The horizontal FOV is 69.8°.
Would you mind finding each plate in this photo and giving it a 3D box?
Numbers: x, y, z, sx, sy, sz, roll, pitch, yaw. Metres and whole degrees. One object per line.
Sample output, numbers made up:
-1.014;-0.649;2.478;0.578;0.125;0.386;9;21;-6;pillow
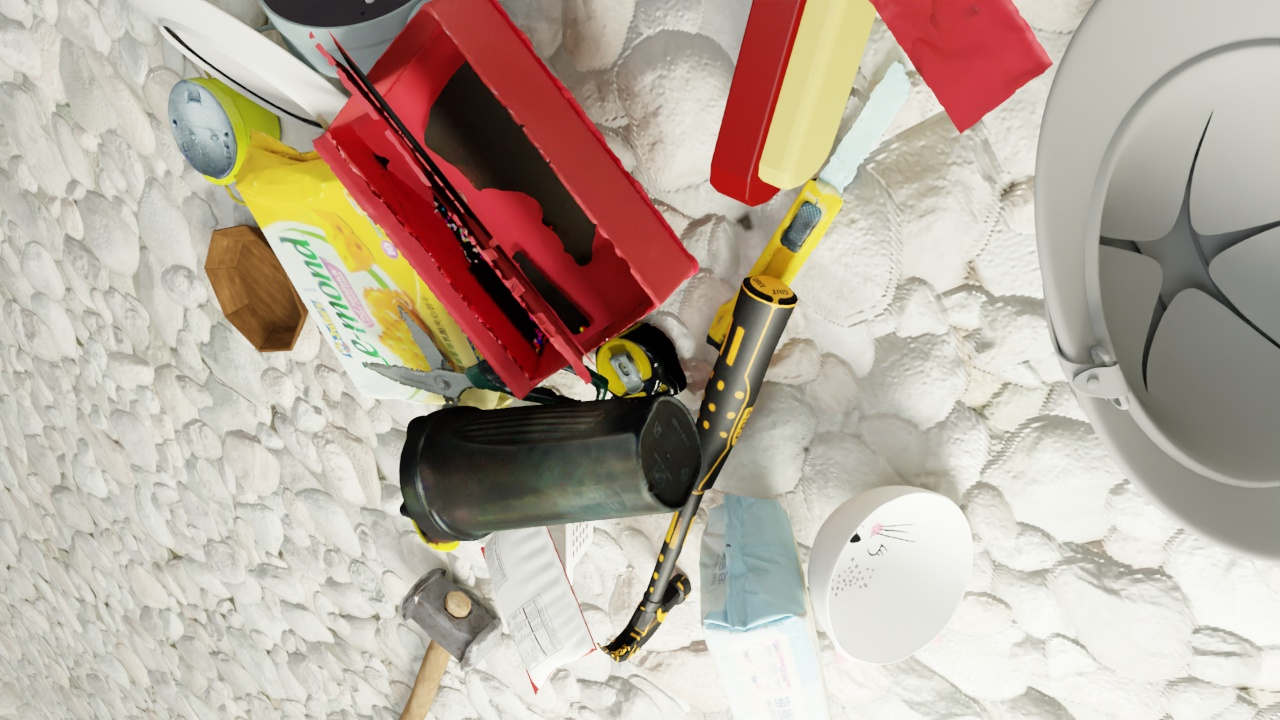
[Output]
-0.276;-0.203;0.649;0.209;0.208;0.015;26;84;21;plate

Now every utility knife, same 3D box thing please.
0.097;-0.081;0.560;0.030;0.019;0.225;33;126;3;utility knife

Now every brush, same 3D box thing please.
0.087;-0.161;0.475;0.042;0.082;0.174;28;127;20;brush

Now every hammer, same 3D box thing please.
-0.228;0.342;0.994;0.098;0.052;0.329;37;133;13;hammer
0.037;0.086;0.633;0.036;0.123;0.321;31;123;22;hammer

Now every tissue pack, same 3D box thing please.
0.087;0.194;0.629;0.070;0.111;0.182;-11;121;9;tissue pack

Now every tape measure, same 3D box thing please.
-0.004;0.004;0.660;0.062;0.034;0.061;-22;99;39;tape measure

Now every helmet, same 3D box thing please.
0.254;-0.050;0.406;0.183;0.117;0.271;-27;104;9;helmet

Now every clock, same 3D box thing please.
-0.166;-0.237;0.588;0.159;0.122;0.045;10;152;10;clock
-0.351;-0.187;0.780;0.083;0.056;0.119;15;121;26;clock

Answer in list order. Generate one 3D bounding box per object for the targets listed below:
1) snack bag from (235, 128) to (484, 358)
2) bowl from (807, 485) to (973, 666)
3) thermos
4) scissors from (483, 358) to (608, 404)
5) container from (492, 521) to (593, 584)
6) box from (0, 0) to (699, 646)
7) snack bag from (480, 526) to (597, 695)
-0.195;-0.066;0.705;0.160;0.068;0.247;7;132;34;snack bag
0.151;0.129;0.585;0.050;0.114;0.115;29;136;61;bowl
-0.070;0.072;0.608;0.221;0.097;0.098;-9;109;34;thermos
-0.116;0.049;0.694;0.202;0.015;0.205;11;128;18;scissors
-0.079;0.117;0.762;0.081;0.049;0.129;18;123;26;container
-0.210;-0.001;0.588;0.479;0.171;0.214;-37;100;6;box
-0.087;0.184;0.716;0.130;0.039;0.144;65;146;20;snack bag
